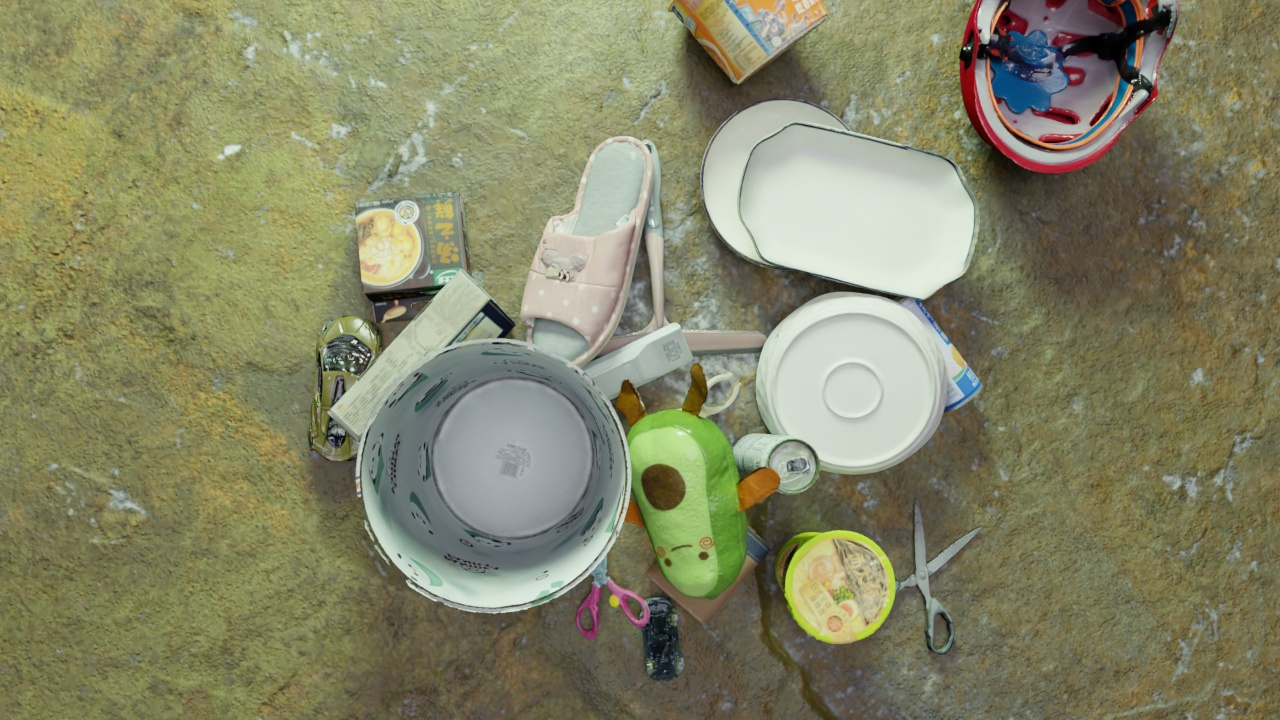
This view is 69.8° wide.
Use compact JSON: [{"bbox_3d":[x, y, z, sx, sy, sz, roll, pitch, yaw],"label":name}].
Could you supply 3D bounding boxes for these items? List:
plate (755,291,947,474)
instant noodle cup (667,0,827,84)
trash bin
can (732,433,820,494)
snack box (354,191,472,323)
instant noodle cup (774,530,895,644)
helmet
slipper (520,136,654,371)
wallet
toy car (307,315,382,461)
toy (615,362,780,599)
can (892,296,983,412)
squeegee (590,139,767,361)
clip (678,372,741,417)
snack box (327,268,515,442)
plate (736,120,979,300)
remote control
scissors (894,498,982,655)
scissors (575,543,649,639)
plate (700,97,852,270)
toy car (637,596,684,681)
[{"bbox_3d":[0.228,0.029,0.994,0.205,0.045,0.205,1,98,8],"label":"plate"},{"bbox_3d":[0.121,-0.378,0.986,0.151,0.151,0.111,-37,99,-5],"label":"instant noodle cup"},{"bbox_3d":[-0.130,0.100,0.889,0.229,0.252,0.229,0,88,-4],"label":"trash bin"},{"bbox_3d":[0.139,0.106,0.960,0.058,0.147,0.058,0,87,-8],"label":"can"},{"bbox_3d":[-0.243,-0.112,0.995,0.113,0.053,0.125,-8,83,-4],"label":"snack box"},{"bbox_3d":[0.194,0.230,0.971,0.111,0.123,0.111,0,86,-5],"label":"instant noodle cup"},{"bbox_3d":[0.443,-0.325,1.006,0.207,0.144,0.240,16,100,-3],"label":"helmet"},{"bbox_3d":[-0.058,-0.118,0.985,0.114,0.054,0.274,16,83,28],"label":"slipper"},{"bbox_3d":[0.075,0.220,1.009,0.090,0.033,0.115,40,86,1],"label":"wallet"},{"bbox_3d":[-0.318,0.029,0.986,0.070,0.042,0.158,3,85,-4],"label":"toy car"},{"bbox_3d":[0.044,0.130,0.933,0.089,0.228,0.246,-14,87,-49],"label":"toy"},{"bbox_3d":[0.320,-0.010,1.025,0.053,0.053,0.134,-37,90,-5],"label":"can"},{"bbox_3d":[0.015,-0.126,1.017,0.247,0.040,0.249,-4,87,-3],"label":"squeegee"},{"bbox_3d":[0.068,0.052,1.017,0.100,0.034,0.070,-44,92,4],"label":"clip"},{"bbox_3d":[-0.210,0.003,0.922,0.046,0.182,0.178,42,86,3],"label":"snack box"},{"bbox_3d":[0.233,-0.160,0.995,0.265,0.034,0.162,12,87,-4],"label":"plate"},{"bbox_3d":[-0.006,0.006,1.006,0.125,0.024,0.049,-26,118,-2],"label":"remote control"},{"bbox_3d":[0.321,0.247,1.034,0.178,0.014,0.159,-34,90,-5],"label":"scissors"},{"bbox_3d":[-0.048,0.244,0.998,0.119,0.017,0.133,-44,73,19],"label":"scissors"},{"bbox_3d":[0.160,-0.194,1.029,0.192,0.039,0.192,0,88,-4],"label":"plate"},{"bbox_3d":[0.021,0.303,1.000,0.043,0.034,0.090,-9,89,-7],"label":"toy car"}]
